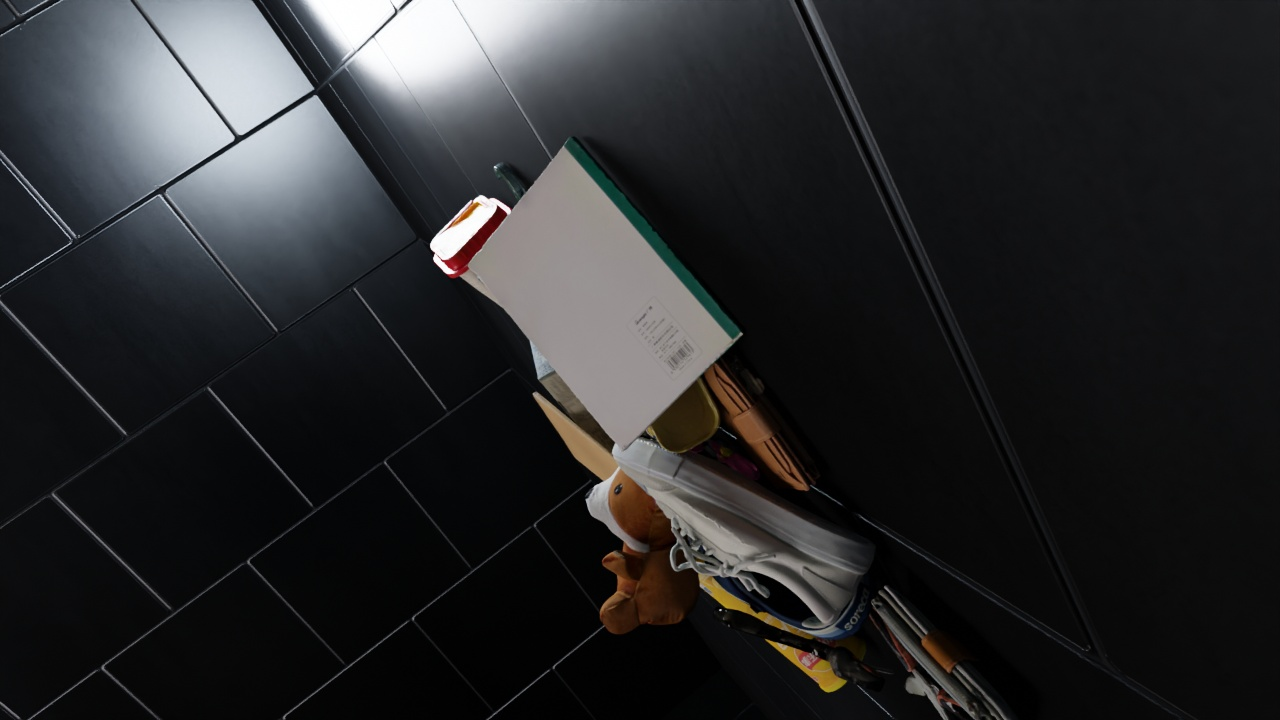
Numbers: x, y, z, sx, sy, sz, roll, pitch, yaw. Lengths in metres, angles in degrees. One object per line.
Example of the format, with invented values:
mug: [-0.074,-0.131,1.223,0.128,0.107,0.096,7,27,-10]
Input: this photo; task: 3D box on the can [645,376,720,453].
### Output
can: [0.017,0.024,0.789,0.102,0.057,0.083,62,172,-7]

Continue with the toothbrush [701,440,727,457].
toothbrush: [0.067,0.089,1.059,0.014,0.017,0.189,56,173,-9]

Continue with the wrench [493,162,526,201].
wrench: [-0.121,-0.138,1.115,0.056,0.016,0.274,47,168,31]

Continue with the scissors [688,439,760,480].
scissors: [0.060,0.079,0.917,0.133,0.017,0.134,37,-164,25]

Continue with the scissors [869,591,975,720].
scissors: [0.263,0.294,0.849,0.189,0.015,0.223,51,169,12]

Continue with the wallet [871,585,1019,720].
wallet: [0.240,0.233,0.705,0.129,0.037,0.106,46,178,39]

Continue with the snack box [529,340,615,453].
snack box: [-0.075,0.018,1.151,0.178,0.046,0.182,53,-170,-37]

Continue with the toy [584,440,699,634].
toy: [0.006,0.165,0.925,0.140,0.130,0.200,-65,-16,-72]

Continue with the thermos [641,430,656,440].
thermos: [-0.005,0.005,0.899,0.143,0.093,0.093,52,173,50]

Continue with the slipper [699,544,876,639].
slipper: [0.112,0.180,0.858,0.095,0.105,0.253,34,176,-27]

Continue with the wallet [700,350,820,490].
wallet: [0.093,0.051,0.764,0.132,0.031,0.108,52,171,1]

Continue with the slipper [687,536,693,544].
slipper: [0.098,0.201,1.127,0.268,0.083,0.111,14,143,43]

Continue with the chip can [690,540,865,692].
chip can: [0.144,0.268,1.006,0.213,0.072,0.072,40,169,0]

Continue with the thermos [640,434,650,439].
thermos: [-0.039,-0.011,1.017,0.068,0.089,0.242,18,152,46]

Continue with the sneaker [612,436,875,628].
sneaker: [0.072,0.143,0.779,0.242,0.091,0.089,25,-177,27]

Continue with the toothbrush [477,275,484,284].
toothbrush: [-0.100,-0.048,0.905,0.187,0.017,0.016,34,-164,29]

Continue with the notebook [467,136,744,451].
notebook: [-0.034,-0.051,0.731,0.209,0.151,0.012,50,-152,12]

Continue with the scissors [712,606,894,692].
scissors: [0.164,0.266,0.855,0.232,0.021,0.221,22,172,-9]

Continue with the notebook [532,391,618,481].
notebook: [-0.040,0.128,1.092,0.208,0.008,0.148,35,161,39]

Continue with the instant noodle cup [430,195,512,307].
instant noodle cup: [-0.191,-0.133,1.199,0.124,0.116,0.116,47,175,-33]
